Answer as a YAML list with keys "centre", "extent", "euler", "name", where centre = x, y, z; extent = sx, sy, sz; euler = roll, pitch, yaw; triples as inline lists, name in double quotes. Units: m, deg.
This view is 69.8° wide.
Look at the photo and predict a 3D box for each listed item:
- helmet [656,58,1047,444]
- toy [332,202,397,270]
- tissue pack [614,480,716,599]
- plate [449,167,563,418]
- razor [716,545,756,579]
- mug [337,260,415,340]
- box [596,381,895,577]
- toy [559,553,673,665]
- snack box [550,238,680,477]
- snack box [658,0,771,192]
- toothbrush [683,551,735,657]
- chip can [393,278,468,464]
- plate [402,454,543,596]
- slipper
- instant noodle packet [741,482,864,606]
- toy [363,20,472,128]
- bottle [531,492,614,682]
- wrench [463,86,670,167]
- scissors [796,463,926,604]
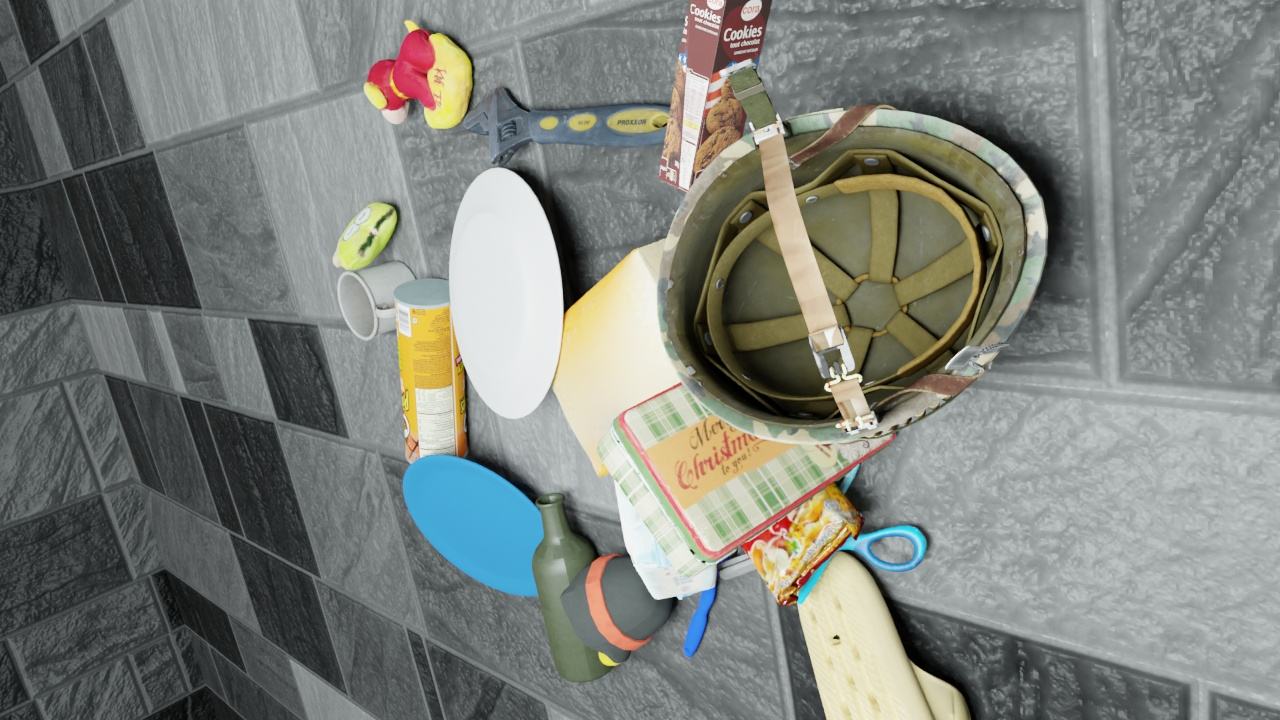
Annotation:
- centre: [0.115, -0.050, 0.534]
  extent: [0.225, 0.235, 0.192]
  euler: [-24, 75, 35]
  name: "helmet"
- centre: [-0.328, -0.143, 1.083]
  extent: [0.046, 0.092, 0.115]
  euler: [38, 158, -25]
  name: "toy"
- centre: [0.021, 0.130, 0.762]
  extent: [0.182, 0.070, 0.112]
  euler: [79, 179, -66]
  name: "tissue pack"
- centre: [-0.142, -0.063, 0.889]
  extent: [0.243, 0.016, 0.242]
  euler: [14, 107, 54]
  name: "plate"
- centre: [0.084, 0.124, 0.796]
  extent: [0.088, 0.047, 0.116]
  euler: [-37, 72, 49]
  name: "razor"
- centre: [-0.303, -0.071, 1.093]
  extent: [0.113, 0.070, 0.084]
  euler: [15, 119, 43]
  name: "mug"
- centre: [0.080, 0.054, 0.639]
  extent: [0.117, 0.205, 0.050]
  euler: [55, 145, 16]
  name: "box"
- centre: [-0.014, 0.239, 0.918]
  extent: [0.119, 0.099, 0.097]
  euler: [-27, 42, 27]
  name: "toy"
- centre: [-0.005, 0.005, 0.800]
  extent: [0.196, 0.080, 0.145]
  euler: [-37, 80, 49]
  name: "snack box"
- centre: [0.053, -0.196, 0.665]
  extent: [0.032, 0.050, 0.141]
  euler: [35, 131, 32]
  name: "snack box"
- centre: [0.065, 0.231, 0.887]
  extent: [0.016, 0.018, 0.183]
  euler: [38, 135, 29]
  name: "toothbrush"
- centre: [-0.242, 0.018, 1.066]
  extent: [0.075, 0.075, 0.215]
  euler: [28, 126, 36]
  name: "chip can"
- centre: [-0.183, 0.193, 1.092]
  extent: [0.224, 0.024, 0.225]
  euler: [18, 133, 20]
  name: "plate"
- centre: [0.201, 0.273, 0.716]
  extent: [0.112, 0.079, 0.261]
  euler: [-47, 54, 47]
  name: "slipper"
- centre: [0.108, 0.113, 0.713]
  extent: [0.099, 0.039, 0.135]
  euler: [-57, 44, 25]
  name: "instant noodle packet"
- centre: [-0.222, -0.284, 0.915]
  extent: [0.137, 0.067, 0.105]
  euler: [6, 109, 37]
  name: "toy"
- centre: [-0.077, 0.245, 1.001]
  extent: [0.072, 0.071, 0.207]
  euler: [5, 112, 46]
  name: "bottle"
- centre: [-0.065, -0.205, 0.801]
  extent: [0.274, 0.022, 0.073]
  euler: [11, 88, 41]
  name: "wrench"
- centre: [0.158, 0.136, 0.708]
  extent: [0.134, 0.012, 0.134]
  euler: [27, 100, 29]
  name: "scissors"
